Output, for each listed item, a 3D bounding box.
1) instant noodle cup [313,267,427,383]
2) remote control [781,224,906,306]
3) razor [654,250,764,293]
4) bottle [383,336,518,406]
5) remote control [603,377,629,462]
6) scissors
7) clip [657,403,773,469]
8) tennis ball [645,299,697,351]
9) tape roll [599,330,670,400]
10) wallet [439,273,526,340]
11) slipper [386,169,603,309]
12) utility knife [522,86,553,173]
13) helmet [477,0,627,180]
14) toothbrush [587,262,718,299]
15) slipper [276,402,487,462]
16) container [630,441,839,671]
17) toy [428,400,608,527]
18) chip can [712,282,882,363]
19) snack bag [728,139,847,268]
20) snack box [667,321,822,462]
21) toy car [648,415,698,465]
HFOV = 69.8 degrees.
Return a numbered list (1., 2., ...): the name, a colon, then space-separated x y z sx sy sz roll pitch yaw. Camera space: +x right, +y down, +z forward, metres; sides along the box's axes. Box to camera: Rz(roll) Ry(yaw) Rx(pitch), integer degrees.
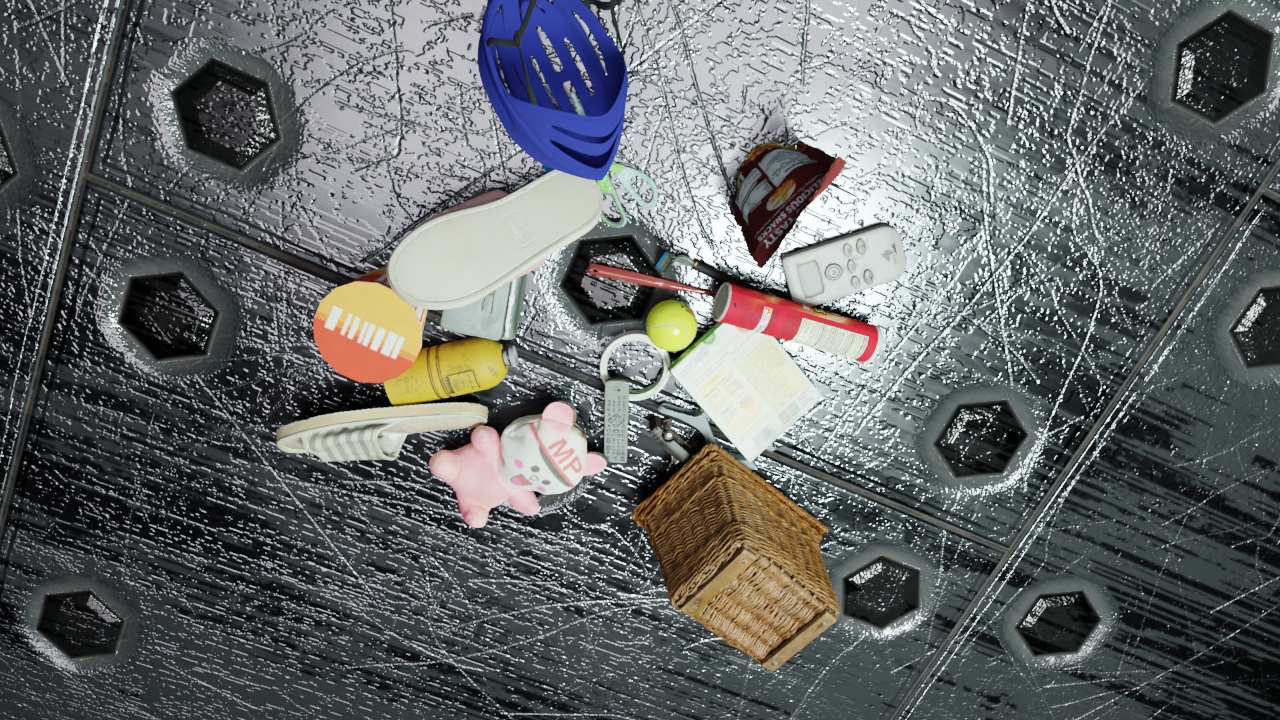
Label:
1. instant noodle cup: -0.318 -0.053 1.121 0.123 0.121 0.123 -1 111 -1
2. remote control: 0.260 -0.119 1.165 0.151 0.019 0.074 -17 111 5
3. razor: 0.092 -0.109 1.166 0.144 0.022 0.043 18 152 -13
4. bottle: -0.239 0.012 1.176 0.164 0.071 0.071 -12 111 3
5. remote control: -0.032 0.081 1.226 0.033 0.013 0.137 3 122 1
6. scissors: -0.056 -0.240 1.113 0.093 0.032 0.175 -38 103 14
7. clip: 0.119 0.071 1.233 0.163 0.028 0.115 35 105 -15
8. tennis ball: 0.039 -0.044 1.164 0.065 0.065 0.065 -1 111 -1
9. tape roll: -0.007 0.007 1.208 0.094 0.018 0.094 -1 111 -1
10. wallet: -0.195 -0.095 1.149 0.100 0.054 0.132 8 106 -5
11. slipper: -0.168 -0.144 1.083 0.274 0.054 0.114 -28 91 -15
12. utility knife: -0.106 -0.244 1.110 0.031 0.015 0.185 -22 111 10
13. helmet: -0.079 -0.321 0.973 0.147 0.228 0.241 -31 93 -23
14. toothbrush: 0.026 -0.097 1.169 0.190 0.016 0.016 12 114 -6
15. slipper: -0.333 0.095 1.191 0.272 0.114 0.054 -10 69 -1
16. container: 0.138 0.269 1.207 0.250 0.183 0.162 37 108 -26
17. toy: -0.161 0.134 1.219 0.213 0.084 0.142 -23 114 10
18. chip can: 0.198 -0.047 1.159 0.214 0.051 0.052 15 110 -16
19. snack bag: 0.155 -0.191 1.033 0.066 0.207 0.139 40 105 -15
20. snack box: 0.137 0.029 1.197 0.132 0.027 0.168 -42 104 -2
21. toy car: 0.045 0.114 1.238 0.092 0.040 0.037 42 105 -18
